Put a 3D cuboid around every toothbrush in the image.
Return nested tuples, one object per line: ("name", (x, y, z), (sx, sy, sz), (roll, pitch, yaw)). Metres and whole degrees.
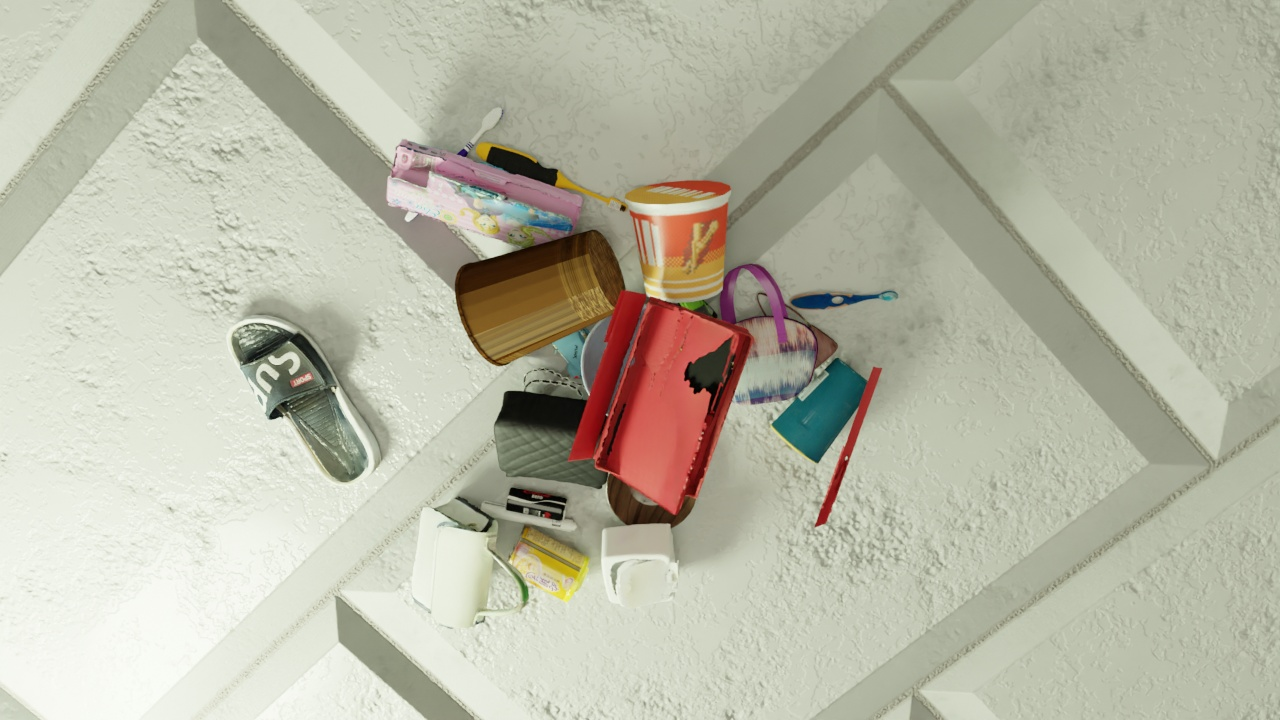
("toothbrush", (0.255, -0.076, 1.149), (0.135, 0.017, 0.021), (-4, 102, 4))
("toothbrush", (-0.231, -0.240, 1.132), (0.015, 0.016, 0.187), (42, 105, -8))
("toothbrush", (-0.108, -0.223, 1.125), (0.196, 0.030, 0.031), (21, 117, -7))

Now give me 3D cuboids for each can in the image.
("can", (-0.139, 0.194, 1.237), (0.080, 0.031, 0.031), (11, 105, 0))
("can", (-0.127, 0.275, 1.240), (0.105, 0.067, 0.068), (29, 105, -4))

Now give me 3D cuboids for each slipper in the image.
("slipper", (-0.443, 0.056, 1.202), (0.111, 0.063, 0.264), (-28, 104, 10))

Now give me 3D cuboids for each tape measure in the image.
("tape measure", (0.072, -0.061, 1.140), (0.036, 0.065, 0.059), (-28, 109, 2))

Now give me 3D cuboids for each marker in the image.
("marker", (-0.152, 0.213, 1.251), (0.133, 0.017, 0.020), (11, 69, 0))

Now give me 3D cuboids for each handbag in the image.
("handbag", (0.144, -0.035, 1.139), (0.145, 0.067, 0.170), (-9, 99, 26))
("handbag", (0.190, -0.042, 1.160), (0.119, 0.029, 0.055), (45, 107, -4))
("handbag", (-0.107, 0.095, 1.193), (0.153, 0.114, 0.125), (6, 131, -2))
("handbag", (-0.222, 0.280, 1.204), (0.176, 0.073, 0.151), (21, 109, 30))

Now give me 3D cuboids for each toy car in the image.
("toy car", (-0.088, -0.022, 1.177), (0.060, 0.027, 0.108), (-37, 100, 12))

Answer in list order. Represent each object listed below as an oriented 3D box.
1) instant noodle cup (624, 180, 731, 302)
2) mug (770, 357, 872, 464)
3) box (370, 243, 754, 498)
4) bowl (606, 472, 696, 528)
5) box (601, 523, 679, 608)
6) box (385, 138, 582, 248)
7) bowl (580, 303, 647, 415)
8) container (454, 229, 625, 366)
("instant noodle cup", (0.049, -0.141, 1.096), (0.123, 0.123, 0.121), (-4, 112, 4))
("mug", (0.232, 0.060, 1.161), (0.078, 0.078, 0.121), (37, 99, -7))
("box", (-0.072, 0.020, 0.986), (0.424, 0.128, 0.213), (13, 101, -36))
("bowl", (0.015, 0.167, 1.221), (0.119, 0.032, 0.119), (1, 105, 3))
("box", (0.001, 0.286, 1.204), (0.102, 0.101, 0.108), (-3, 132, 4))
("box", (-0.190, -0.187, 1.104), (0.230, 0.063, 0.085), (18, 122, -7))
("bowl", (-0.007, 0.007, 1.146), (0.150, 0.075, 0.150), (1, 88, -15))
("container", (-0.113, -0.080, 1.095), (0.167, 0.132, 0.132), (-18, 104, 18))
